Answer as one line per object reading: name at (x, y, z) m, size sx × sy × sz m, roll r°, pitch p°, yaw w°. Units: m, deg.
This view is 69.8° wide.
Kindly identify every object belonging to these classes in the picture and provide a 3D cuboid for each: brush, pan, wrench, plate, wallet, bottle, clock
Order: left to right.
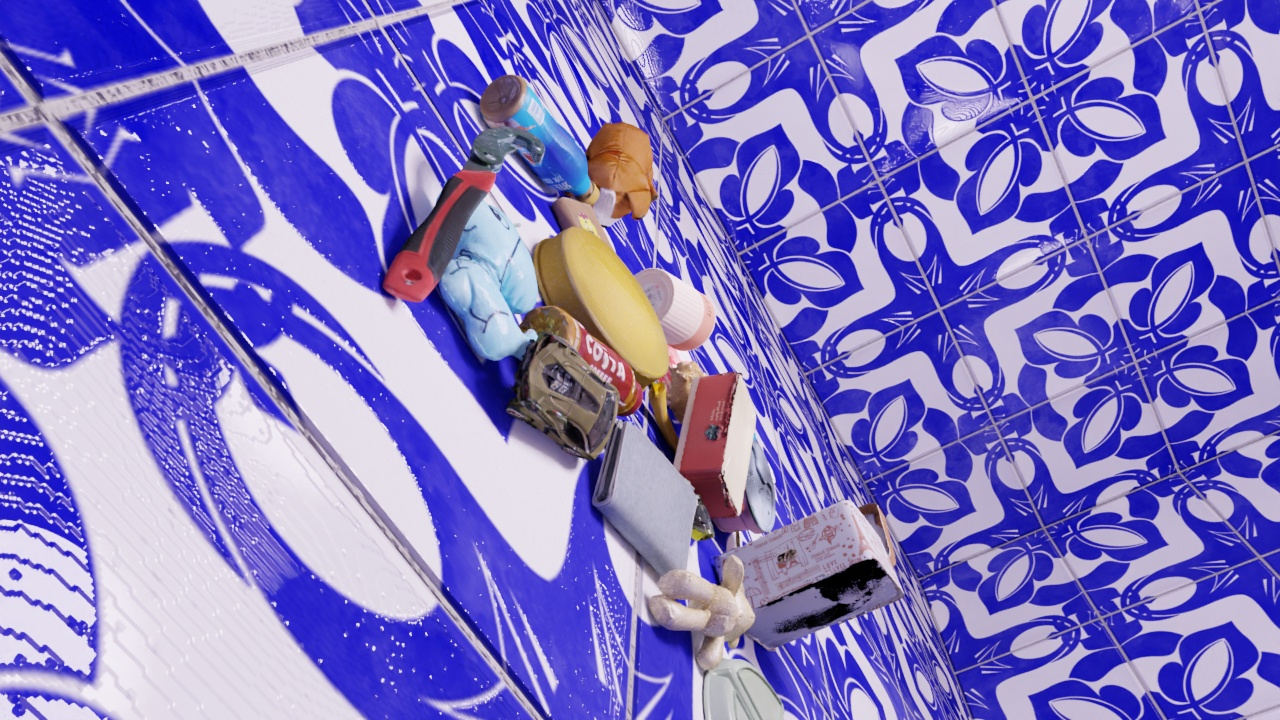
wrench at (-0.136, -0.124, 0.717) m, size 0.056 × 0.016 × 0.272 m, roll 24°, pitch 38°, yaw -3°
bottle at (-0.110, -0.252, 1.098) m, size 0.218 × 0.065 × 0.065 m, roll 41°, pitch 25°, yaw -58°
bottle at (-0.049, 0.008, 0.840) m, size 0.175 × 0.057 × 0.057 m, roll 41°, pitch 25°, yaw -58°
wallet at (-0.062, -0.144, 1.136) m, size 0.115 × 0.033 × 0.090 m, roll 62°, pitch 20°, yaw 9°
pan at (-0.006, 0.006, 1.036) m, size 0.357 × 0.078 × 0.197 m, roll 48°, pitch 23°, yaw -27°
wallet at (0.005, 0.127, 0.842) m, size 0.130 × 0.037 × 0.106 m, roll 51°, pitch 35°, yaw -33°
brush at (0.102, 0.073, 1.222) m, size 0.254 × 0.046 × 0.083 m, roll 37°, pitch 44°, yaw -55°
clock at (0.126, 0.149, 1.156) m, size 0.117 × 0.060 × 0.158 m, roll 64°, pitch 27°, yaw -27°
plate at (0.122, 0.381, 0.837) m, size 0.230 × 0.027 × 0.229 m, roll 56°, pitch 15°, yaw -24°

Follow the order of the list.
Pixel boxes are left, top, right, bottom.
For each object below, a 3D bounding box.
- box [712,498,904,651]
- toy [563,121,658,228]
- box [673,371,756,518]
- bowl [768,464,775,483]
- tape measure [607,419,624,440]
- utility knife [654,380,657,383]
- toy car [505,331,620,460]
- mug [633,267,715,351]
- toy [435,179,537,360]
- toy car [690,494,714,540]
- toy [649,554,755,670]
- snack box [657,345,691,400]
box at (0.207, 0.247, 1.080) m, size 0.134 × 0.180 × 0.270 m, roll 66°, pitch 15°, yaw 13°
toy at (-0.041, -0.253, 1.287) m, size 0.199 × 0.140 × 0.131 m, roll -88°, pitch -170°, yaw -61°
box at (0.095, 0.097, 1.053) m, size 0.167 × 0.076 × 0.091 m, roll -73°, pitch 149°, yaw -45°
bowl at (0.147, 0.160, 1.267) m, size 0.118 × 0.065 × 0.118 m, roll 57°, pitch 16°, yaw -26°
tape measure at (-0.012, 0.088, 0.896) m, size 0.054 × 0.025 × 0.058 m, roll 49°, pitch 18°, yaw -40°
utility knife at (-0.019, -0.049, 1.168) m, size 0.031 × 0.021 × 0.204 m, roll 8°, pitch 60°, yaw -62°
toy car at (-0.055, 0.032, 0.743) m, size 0.158 × 0.042 × 0.070 m, roll 45°, pitch 62°, yaw -56°
mug at (0.026, -0.073, 1.178) m, size 0.114 × 0.082 × 0.105 m, roll 40°, pitch 8°, yaw 34°
toy at (-0.122, -0.074, 0.742) m, size 0.161 × 0.050 × 0.156 m, roll 56°, pitch 23°, yaw -7°
toy car at (0.043, 0.159, 0.944) m, size 0.105 × 0.032 × 0.048 m, roll 33°, pitch 32°, yaw -54°
toy at (0.058, 0.226, 0.840) m, size 0.157 × 0.066 × 0.105 m, roll 35°, pitch 63°, yaw -55°
snack box at (0.049, 0.015, 1.262) m, size 0.075 × 0.025 × 0.152 m, roll 66°, pitch 14°, yaw 7°
